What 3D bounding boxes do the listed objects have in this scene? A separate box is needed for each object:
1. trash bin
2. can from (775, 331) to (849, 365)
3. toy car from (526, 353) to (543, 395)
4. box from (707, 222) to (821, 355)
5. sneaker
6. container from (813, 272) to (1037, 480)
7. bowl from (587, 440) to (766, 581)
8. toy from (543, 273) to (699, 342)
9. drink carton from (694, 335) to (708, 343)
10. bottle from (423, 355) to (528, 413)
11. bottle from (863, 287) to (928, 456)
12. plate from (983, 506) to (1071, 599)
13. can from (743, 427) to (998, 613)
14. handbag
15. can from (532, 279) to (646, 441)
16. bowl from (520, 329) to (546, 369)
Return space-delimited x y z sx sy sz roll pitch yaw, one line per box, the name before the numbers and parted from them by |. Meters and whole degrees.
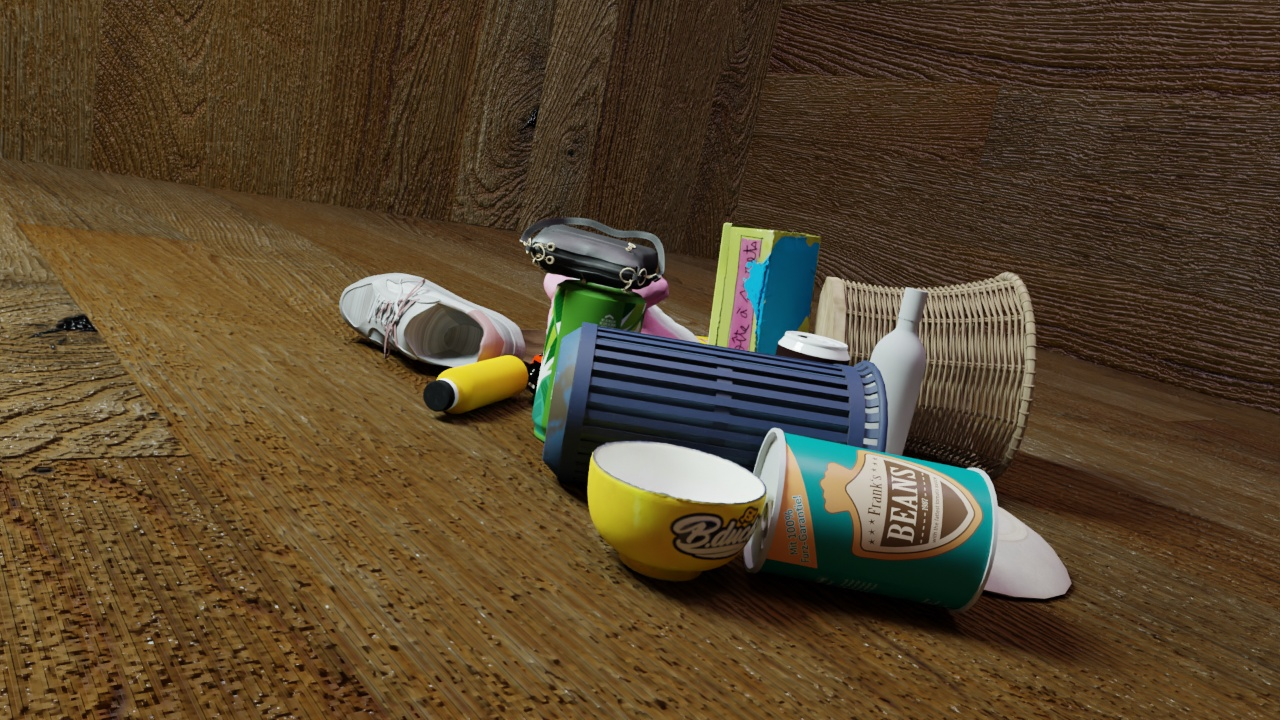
trash bin | 0.053 0.050 0.736 0.249 0.139 0.139 9 11 -4
can | 0.159 0.041 0.908 0.072 0.129 0.072 11 11 -2
toy car | -0.074 0.021 0.977 0.100 0.049 0.051 4 13 -36
box | 0.147 -0.051 1.112 0.079 0.221 0.124 11 11 39
sneaker | -0.244 -0.043 0.999 0.236 0.099 0.089 17 -2 18
container | 0.296 0.010 1.012 0.196 0.227 0.226 5 11 4
bowl | 0.019 0.103 0.605 0.117 0.068 0.117 11 11 -2
toy | -0.005 0.005 0.919 0.265 0.127 0.187 33 -22 12
drink carton | 0.117 -0.002 1.315 0.058 0.043 0.134 6 12 -22
bottle | -0.159 0.024 0.886 0.043 0.043 0.143 15 11 17
bottle | 0.244 0.027 0.892 0.052 0.195 0.052 11 11 -2
plate | 0.263 0.135 0.761 0.188 0.027 0.188 14 15 -4
can | 0.152 0.109 0.628 0.144 0.099 0.099 11 11 -1
handbag | -0.042 -0.092 0.805 0.128 0.054 0.079 15 15 4
can | -0.048 0.004 0.836 0.083 0.144 0.083 12 11 -2
bowl | -0.106 0.002 1.061 0.119 0.032 0.119 13 20 -5
